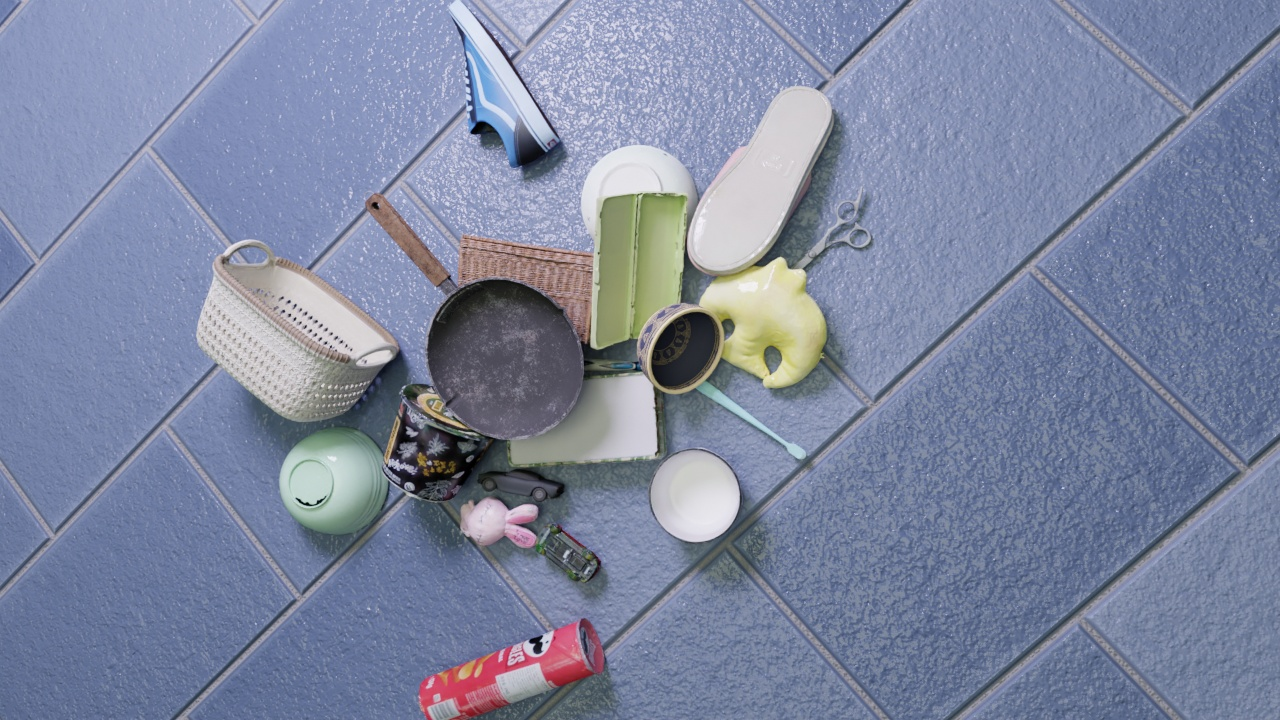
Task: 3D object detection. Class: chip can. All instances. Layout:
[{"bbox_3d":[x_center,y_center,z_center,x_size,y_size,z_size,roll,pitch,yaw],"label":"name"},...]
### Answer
[{"bbox_3d":[-0.166,0.402,1.172,0.233,0.073,0.073,-23,82,11],"label":"chip can"}]

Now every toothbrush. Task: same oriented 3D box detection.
[{"bbox_3d":[-0.007,0.007,1.187,0.189,0.017,0.016,1,90,12],"label":"toothbrush"},{"bbox_3d":[0.132,0.070,1.156,0.180,0.016,0.016,35,96,13],"label":"toothbrush"}]

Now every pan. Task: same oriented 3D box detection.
[{"bbox_3d":[-0.210,-0.064,1.110,0.208,0.040,0.357,-37,93,20],"label":"pan"}]

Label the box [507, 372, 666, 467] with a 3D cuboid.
[{"bbox_3d":[-0.071,0.077,1.183,0.206,0.050,0.117,-6,83,11],"label":"box"}]

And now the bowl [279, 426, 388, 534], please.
[{"bbox_3d":[-0.426,0.164,1.239,0.151,0.077,0.151,-1,86,13],"label":"bowl"}]

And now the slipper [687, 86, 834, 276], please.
[{"bbox_3d":[0.152,-0.220,1.146,0.114,0.054,0.274,31,82,15],"label":"slipper"}]

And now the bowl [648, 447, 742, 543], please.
[{"bbox_3d":[0.071,0.165,1.137,0.116,0.065,0.116,-1,87,12],"label":"bowl"}]

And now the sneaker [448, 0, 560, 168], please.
[{"bbox_3d":[-0.209,-0.363,1.219,0.098,0.083,0.241,-33,84,8],"label":"sneaker"}]

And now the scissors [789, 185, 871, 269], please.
[{"bbox_3d":[0.220,-0.149,1.148,0.170,0.014,0.095,-20,92,8],"label":"scissors"}]

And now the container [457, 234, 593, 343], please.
[{"bbox_3d":[-0.128,-0.089,1.170,0.199,0.113,0.113,8,93,14],"label":"container"}]

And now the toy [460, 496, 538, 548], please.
[{"bbox_3d":[-0.187,0.212,1.200,0.110,0.047,0.063,3,96,9],"label":"toy"}]

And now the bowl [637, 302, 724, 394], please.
[{"bbox_3d":[0.040,-0.022,1.126,0.061,0.112,0.112,37,96,48],"label":"bowl"}]

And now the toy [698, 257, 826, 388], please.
[{"bbox_3d":[0.155,-0.051,1.132,0.170,0.064,0.155,32,113,15],"label":"toy"}]

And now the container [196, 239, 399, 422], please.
[{"bbox_3d":[-0.456,-0.033,1.209,0.246,0.184,0.143,36,105,13],"label":"container"}]

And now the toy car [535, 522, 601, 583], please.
[{"bbox_3d":[-0.093,0.247,1.183,0.091,0.036,0.042,33,94,11],"label":"toy car"}]

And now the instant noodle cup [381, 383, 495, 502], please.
[{"bbox_3d":[-0.265,0.110,1.186,0.137,0.137,0.112,30,103,12],"label":"instant noodle cup"}]

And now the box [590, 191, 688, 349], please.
[{"bbox_3d":[-0.006,-0.112,1.122,0.044,0.140,0.188,25,120,47],"label":"box"}]

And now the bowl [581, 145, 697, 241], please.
[{"bbox_3d":[-0.007,-0.205,1.172,0.153,0.073,0.153,0,88,12],"label":"bowl"}]

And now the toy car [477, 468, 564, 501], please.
[{"bbox_3d":[-0.156,0.159,1.196,0.112,0.046,0.034,9,90,11],"label":"toy car"}]
